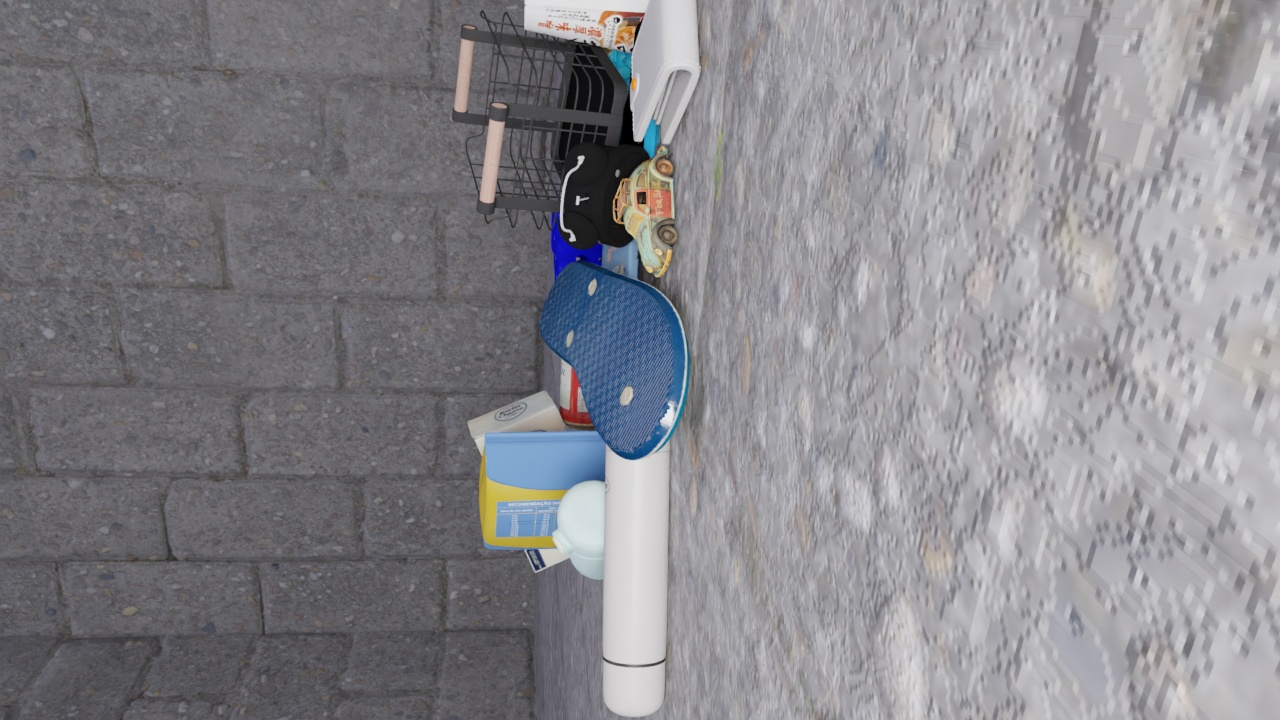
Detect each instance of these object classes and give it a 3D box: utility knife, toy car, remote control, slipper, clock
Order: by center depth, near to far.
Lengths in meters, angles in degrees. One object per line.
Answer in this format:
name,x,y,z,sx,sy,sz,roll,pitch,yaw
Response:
toy car,0.003,-0.125,0.756,0.047,0.047,0.111,117,153,-64
slipper,-0.014,-0.012,0.756,0.118,0.060,0.295,-67,28,12
clock,-0.034,-0.144,0.793,0.120,0.042,0.091,-30,-47,-56
utility knife,0.010,-0.193,0.834,0.031,0.015,0.175,-95,8,-50
remote control,-0.002,-0.246,0.843,0.151,0.022,0.047,100,-169,-48

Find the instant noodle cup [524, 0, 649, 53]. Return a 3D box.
instant noodle cup,-0.052,-0.368,0.907,0.124,0.121,0.123,180,91,-82

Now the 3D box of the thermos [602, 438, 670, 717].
thermos,-0.004,0.171,0.743,0.052,0.052,0.224,171,100,-82

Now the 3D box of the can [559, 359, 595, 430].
can,-0.063,-0.003,1.115,0.067,0.067,0.170,-120,32,-74

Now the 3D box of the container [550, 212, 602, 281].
container,-0.057,-0.108,1.037,0.085,0.084,0.113,100,167,-52

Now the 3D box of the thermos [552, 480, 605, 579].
thermos,-0.041,0.163,0.864,0.065,0.078,0.207,53,168,15

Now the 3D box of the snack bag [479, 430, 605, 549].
snack bag,-0.091,0.123,0.978,0.206,0.159,0.102,107,159,-57

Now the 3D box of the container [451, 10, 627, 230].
container,-0.115,-0.253,0.961,0.241,0.130,0.163,-114,31,-50

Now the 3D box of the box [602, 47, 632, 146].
box,-0.046,-0.309,1.070,0.182,0.071,0.227,-136,47,-77

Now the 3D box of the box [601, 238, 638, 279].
box,-0.025,-0.107,0.911,0.128,0.034,0.208,106,168,-53

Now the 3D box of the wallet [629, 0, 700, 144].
wallet,0.018,-0.245,0.714,0.119,0.037,0.115,125,145,-69

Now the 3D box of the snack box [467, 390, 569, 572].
snack box,-0.123,0.149,1.125,0.057,0.104,0.208,-130,18,-63

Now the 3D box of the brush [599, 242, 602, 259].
brush,-0.040,-0.150,1.146,0.127,0.017,0.048,108,161,-63
